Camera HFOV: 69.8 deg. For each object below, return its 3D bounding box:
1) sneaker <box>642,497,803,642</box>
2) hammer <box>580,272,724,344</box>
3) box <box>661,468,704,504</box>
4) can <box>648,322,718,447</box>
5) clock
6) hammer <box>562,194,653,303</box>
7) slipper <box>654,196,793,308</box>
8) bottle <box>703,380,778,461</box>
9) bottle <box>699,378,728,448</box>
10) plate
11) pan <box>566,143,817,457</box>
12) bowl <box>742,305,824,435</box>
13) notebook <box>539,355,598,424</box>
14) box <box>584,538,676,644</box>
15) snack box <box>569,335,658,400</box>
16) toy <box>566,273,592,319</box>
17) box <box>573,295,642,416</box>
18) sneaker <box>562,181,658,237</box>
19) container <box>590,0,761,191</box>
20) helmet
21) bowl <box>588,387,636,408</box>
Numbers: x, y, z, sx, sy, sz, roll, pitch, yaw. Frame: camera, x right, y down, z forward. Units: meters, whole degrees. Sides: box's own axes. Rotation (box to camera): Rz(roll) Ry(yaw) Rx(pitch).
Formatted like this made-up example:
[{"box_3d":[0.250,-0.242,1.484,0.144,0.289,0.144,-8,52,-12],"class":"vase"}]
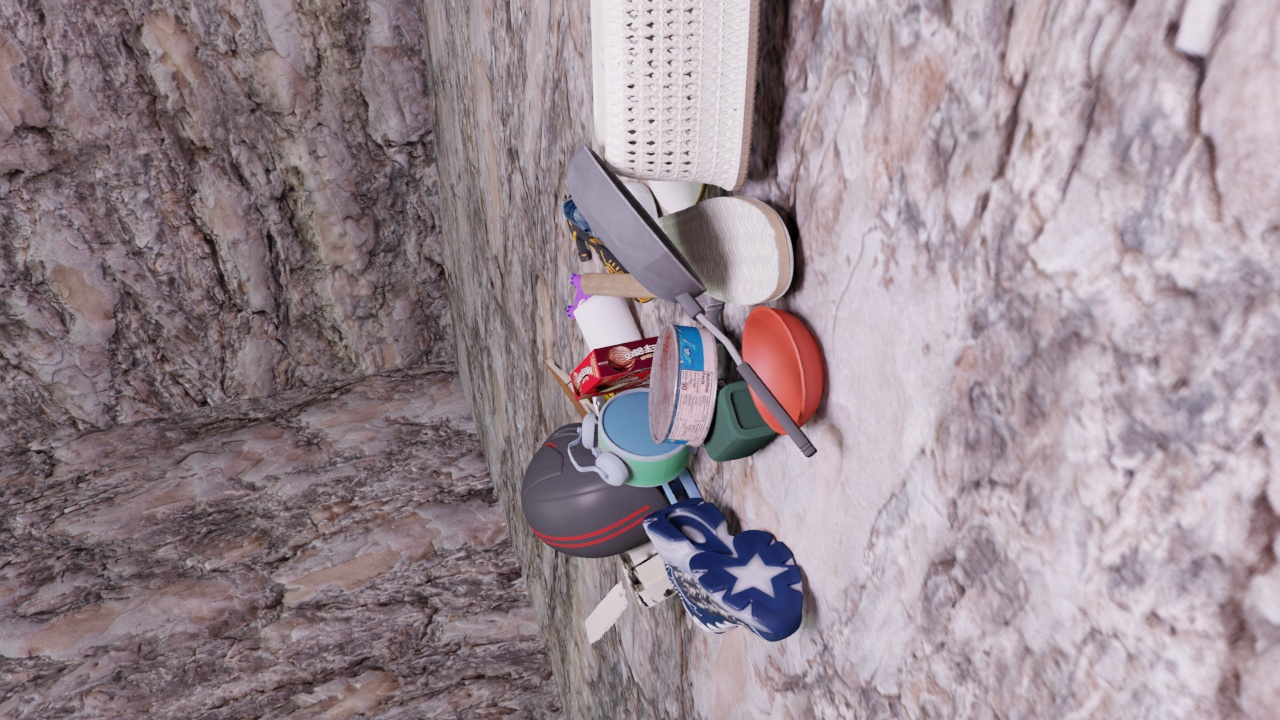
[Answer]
[{"box_3d":[0.097,0.260,1.033,0.269,0.103,0.132,26,131,61],"class":"sneaker"},{"box_3d":[0.005,-0.092,1.141,0.332,0.030,0.119,12,110,62],"class":"hammer"},{"box_3d":[0.073,0.235,1.193,0.066,0.049,0.209,93,158,-46],"class":"box"},{"box_3d":[0.044,0.026,0.978,0.130,0.044,0.130,-175,91,-79],"class":"can"},{"box_3d":[-0.014,0.105,1.177,0.075,0.161,0.122,96,151,-45],"class":"clock"},{"box_3d":[-0.052,-0.157,1.331,0.320,0.036,0.123,48,158,57],"class":"hammer"},{"box_3d":[0.082,-0.107,0.923,0.263,0.052,0.115,-166,65,-65],"class":"slipper"},{"box_3d":[0.099,0.071,0.972,0.131,0.061,0.061,119,138,-65],"class":"bottle"},{"box_3d":[0.084,0.059,1.056,0.110,0.036,0.036,100,152,-51],"class":"bottle"},{"box_3d":[0.023,-0.278,1.045,0.230,0.021,0.230,168,90,-73],"class":"plate"},{"box_3d":[0.041,-0.053,0.838,0.357,0.041,0.178,53,-171,16],"class":"pan"},{"box_3d":[0.137,0.006,0.854,0.122,0.035,0.122,168,90,-73],"class":"bowl"},{"box_3d":[-0.065,0.103,1.415,0.249,0.014,0.178,57,171,-23],"class":"notebook"},{"box_3d":[0.011,0.312,1.269,0.095,0.185,0.145,39,-174,-18],"class":"box"},{"box_3d":[-0.007,0.007,1.144,0.152,0.132,0.036,140,117,-71],"class":"snack box"},{"box_3d":[-0.072,-0.085,1.424,0.088,0.055,0.106,49,137,51],"class":"toy"},{"box_3d":[-0.047,-0.012,1.303,0.162,0.112,0.084,64,180,5],"class":"box"},{"box_3d":[-0.043,-0.194,1.215,0.235,0.079,0.087,-136,38,-62],"class":"sneaker"},{"box_3d":[0.031,-0.277,0.817,0.184,0.143,0.247,-104,11,-57],"class":"container"},{"box_3d":[-0.074,0.194,1.301,0.265,0.169,0.164,-5,126,37],"class":"helmet"},{"box_3d":[-0.055,0.032,1.425,0.117,0.067,0.117,167,90,-73],"class":"bowl"}]
